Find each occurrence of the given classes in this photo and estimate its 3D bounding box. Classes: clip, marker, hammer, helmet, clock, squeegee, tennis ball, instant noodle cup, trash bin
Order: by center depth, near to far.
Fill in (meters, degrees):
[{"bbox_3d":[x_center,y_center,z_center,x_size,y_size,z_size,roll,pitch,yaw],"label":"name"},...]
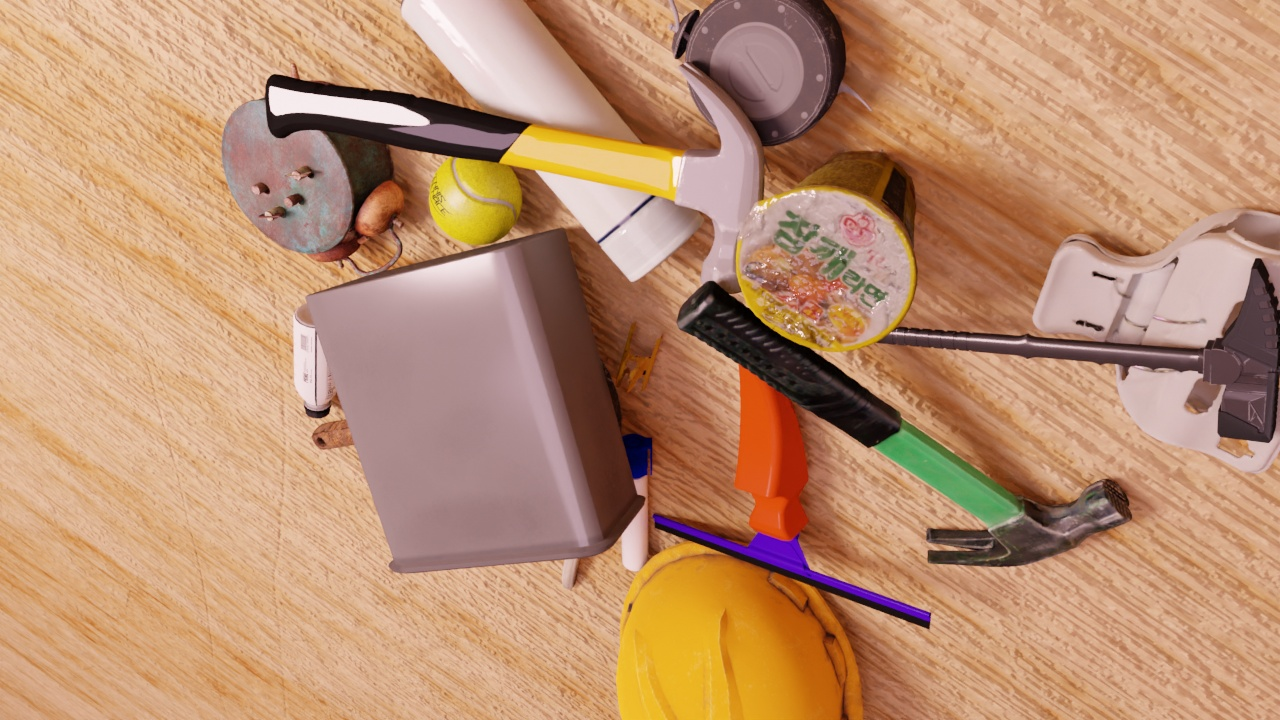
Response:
[{"bbox_3d":[0.305,-0.025,0.514,0.151,0.110,0.127,40,137,41],"label":"clip"},{"bbox_3d":[0.070,-0.178,0.534,0.091,0.043,0.123,-27,106,36],"label":"clock"},{"bbox_3d":[0.117,-0.074,0.536,0.102,0.108,0.102,13,125,19],"label":"instant noodle cup"},{"bbox_3d":[0.188,-0.018,0.551,0.326,0.015,0.095,7,121,39],"label":"hammer"},{"bbox_3d":[-0.082,-0.134,0.562,0.324,0.029,0.127,13,116,10],"label":"hammer"},{"bbox_3d":[0.157,0.047,0.590,0.318,0.032,0.131,33,135,-18],"label":"hammer"},{"bbox_3d":[-0.117,-0.116,0.653,0.065,0.065,0.065,13,125,19],"label":"tennis ball"},{"bbox_3d":[0.097,0.077,0.679,0.250,0.055,0.185,12,126,40],"label":"squeegee"},{"bbox_3d":[-0.120,0.033,0.681,0.192,0.097,0.220,-10,103,22],"label":"trash bin"},{"bbox_3d":[-0.002,0.004,0.691,0.046,0.048,0.054,0,130,-23],"label":"clip"},{"bbox_3d":[-0.247,-0.131,0.704,0.122,0.073,0.157,-24,108,35],"label":"clock"},{"bbox_3d":[0.067,0.285,0.738,0.206,0.131,0.255,-19,97,22],"label":"helmet"},{"bbox_3d":[-0.003,0.122,0.777,0.027,0.023,0.133,1,122,2],"label":"marker"}]

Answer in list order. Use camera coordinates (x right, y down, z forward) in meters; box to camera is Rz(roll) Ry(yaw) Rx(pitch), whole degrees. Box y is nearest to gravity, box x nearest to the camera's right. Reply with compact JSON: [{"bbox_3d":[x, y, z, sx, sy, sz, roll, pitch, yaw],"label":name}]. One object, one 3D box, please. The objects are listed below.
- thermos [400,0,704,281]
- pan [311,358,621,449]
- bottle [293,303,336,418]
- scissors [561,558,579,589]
[{"bbox_3d":[-0.054,-0.157,0.596,0.230,0.067,0.068,48,128,-8],"label":"thermos"},{"bbox_3d":[-0.179,0.051,0.811,0.358,0.040,0.208,-14,113,31],"label":"pan"},{"bbox_3d":[-0.293,0.004,0.833,0.041,0.041,0.116,24,128,11],"label":"bottle"},{"bbox_3d":[-0.077,0.151,0.813,0.199,0.015,0.179,-4,133,27],"label":"scissors"}]
